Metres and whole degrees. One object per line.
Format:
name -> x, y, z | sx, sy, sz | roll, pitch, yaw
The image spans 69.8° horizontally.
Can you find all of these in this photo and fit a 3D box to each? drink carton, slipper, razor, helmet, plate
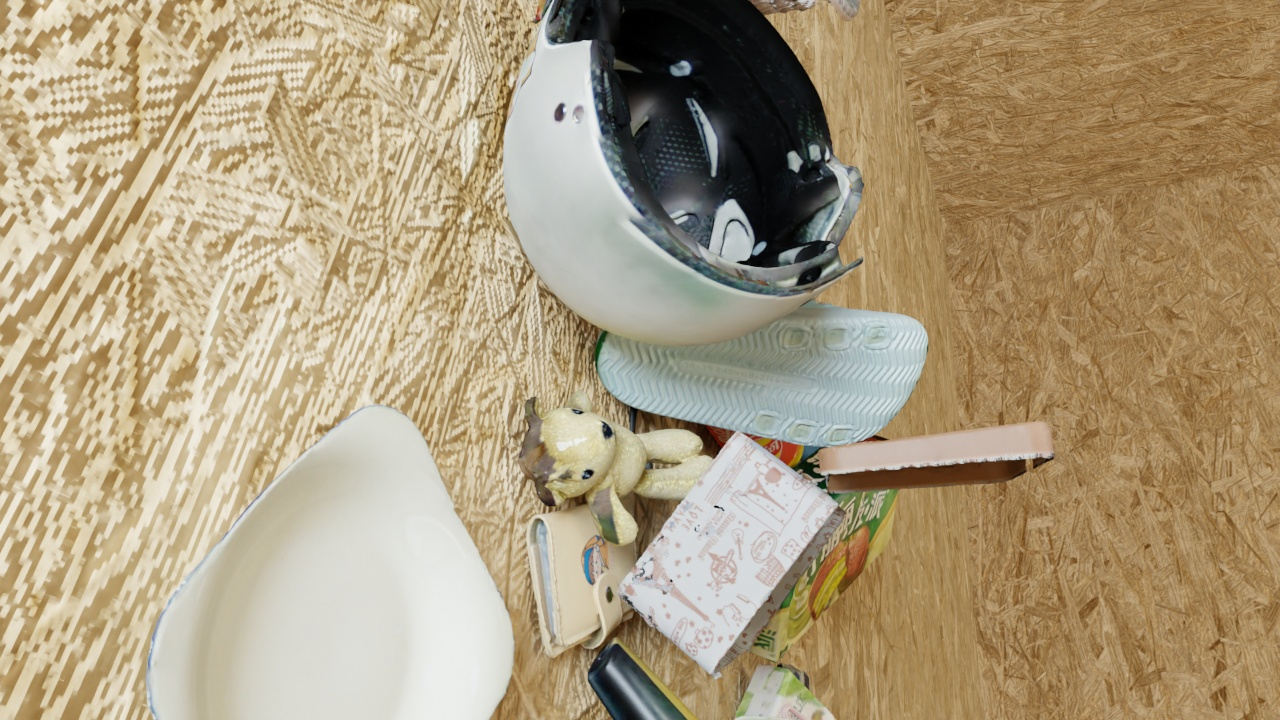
drink carton -> 0.141, 0.324, 0.806 | 0.122, 0.046, 0.053 | 50, 56, -24
slipper -> 0.086, 0.000, 0.661 | 0.074, 0.245, 0.104 | -113, -149, -65
razor -> 0.030, 0.236, 0.545 | 0.167, 0.062, 0.067 | 46, 23, 18
helmet -> 0.010, -0.115, 0.564 | 0.230, 0.157, 0.273 | 32, 39, -24
plate -> -0.117, 0.116, 0.366 | 0.163, 0.034, 0.164 | -58, 134, -55

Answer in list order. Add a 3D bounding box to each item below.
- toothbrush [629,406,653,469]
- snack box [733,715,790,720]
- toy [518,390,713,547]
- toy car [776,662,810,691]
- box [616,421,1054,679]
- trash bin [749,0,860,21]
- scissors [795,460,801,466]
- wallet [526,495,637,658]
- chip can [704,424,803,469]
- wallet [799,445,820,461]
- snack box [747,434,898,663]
toothbrush -> -0.004, 0.004, 0.678 | 0.014, 0.016, 0.189 | 25, 59, -67
snack box -> 0.078, 0.348, 0.629 | 0.178, 0.046, 0.182 | 88, 4, -65
toy -> -0.010, 0.061, 0.567 | 0.157, 0.066, 0.105 | 13, 55, -50
toy car -> 0.138, 0.333, 0.860 | 0.042, 0.035, 0.090 | 55, 38, -41
box -> 0.122, 0.099, 0.609 | 0.126, 0.274, 0.179 | 62, 7, 17
trash bin -> 0.042, -0.339, 0.672 | 0.227, 0.192, 0.227 | 32, 54, -59
scissors -> 0.155, 0.037, 1.022 | 0.175, 0.014, 0.135 | 58, 32, -41
wallet -> -0.030, 0.132, 0.568 | 0.115, 0.024, 0.087 | 3, 82, -67
chip can -> 0.072, 0.022, 0.773 | 0.216, 0.073, 0.073 | 53, 37, -45
wallet -> 0.157, 0.044, 0.980 | 0.133, 0.040, 0.106 | 32, 59, -50
snack box -> 0.156, 0.154, 0.818 | 0.239, 0.063, 0.115 | -24, 124, -49
